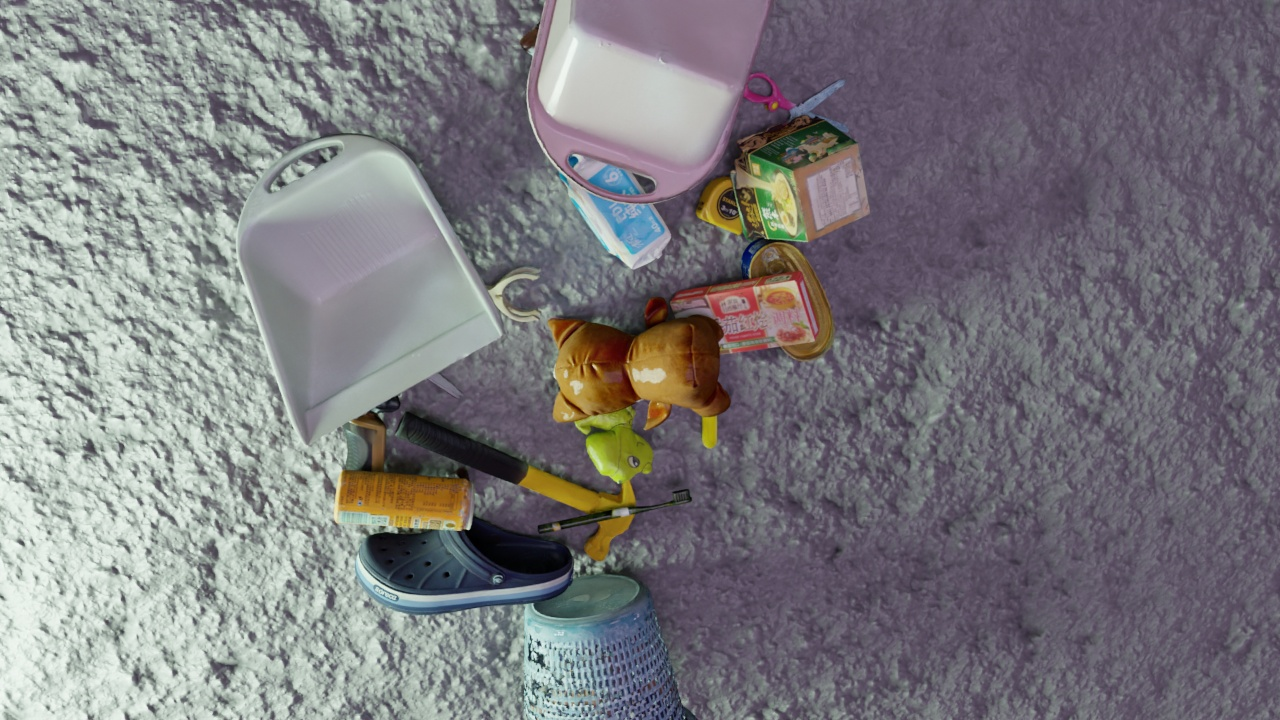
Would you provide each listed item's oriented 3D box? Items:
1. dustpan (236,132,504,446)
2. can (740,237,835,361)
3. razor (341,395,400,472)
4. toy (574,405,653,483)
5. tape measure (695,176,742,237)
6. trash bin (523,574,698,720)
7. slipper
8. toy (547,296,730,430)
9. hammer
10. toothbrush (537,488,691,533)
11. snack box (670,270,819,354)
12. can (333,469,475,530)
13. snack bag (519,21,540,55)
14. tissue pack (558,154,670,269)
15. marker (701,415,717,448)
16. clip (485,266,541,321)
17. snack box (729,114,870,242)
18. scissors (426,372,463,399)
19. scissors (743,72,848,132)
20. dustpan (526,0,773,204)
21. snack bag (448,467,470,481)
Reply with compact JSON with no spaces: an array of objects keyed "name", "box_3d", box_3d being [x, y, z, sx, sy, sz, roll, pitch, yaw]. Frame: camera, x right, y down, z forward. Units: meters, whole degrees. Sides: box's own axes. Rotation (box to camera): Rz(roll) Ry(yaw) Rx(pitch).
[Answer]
[{"name":"dustpan","box_3d":[-0.284,-0.094,0.888,0.223,0.257,0.143,-29,134,3]},{"name":"can","box_3d":[0.166,-0.071,1.035,0.074,0.049,0.148,-29,111,2]},{"name":"razor","box_3d":[-0.304,0.100,1.031,0.067,0.062,0.168,-12,120,-38]},{"name":"toy","box_3d":[-0.031,0.092,1.057,0.096,0.031,0.100,10,70,-13]},{"name":"tape measure","box_3d":[0.092,-0.171,0.999,0.060,0.029,0.057,17,103,-30]},{"name":"trash bin","box_3d":[-0.050,0.370,1.089,0.226,0.226,0.195,-8,98,-6]},{"name":"slipper","box_3d":[-0.200,0.228,1.058,0.252,0.105,0.095,4,110,-10]},{"name":"toy","box_3d":[-0.006,0.006,0.999,0.200,0.130,0.140,-6,77,12]},{"name":"hammer","box_3d":[-0.138,0.130,1.064,0.300,0.033,0.129,25,103,-19]},{"name":"toothbrush","box_3d":[-0.030,0.178,1.081,0.185,0.012,0.017,-11,107,-7]},{"name":"snack box","box_3d":[0.113,-0.049,1.006,0.153,0.025,0.075,-7,117,31]},{"name":"can","box_3d":[-0.258,0.154,1.008,0.146,0.058,0.058,7,108,-15]},{"name":"snack bag","box_3d":[-0.075,-0.296,0.932,0.045,0.026,0.105,-37,108,9]},{"name":"tissue pack","box_3d":[-0.030,-0.162,0.952,0.063,0.090,0.140,-36,111,0]},{"name":"marker","box_3d":[0.081,0.044,1.083,0.018,0.015,0.124,-4,107,-8]},{"name":"clip","box_3d":[-0.148,-0.063,1.001,0.101,0.035,0.096,-24,110,5]},{"name":"snack box","box_3d":[0.171,-0.180,0.950,0.118,0.105,0.117,-25,119,-11]},{"name":"scissors","box_3d":[-0.273,-0.001,1.017,0.105,0.012,0.175,-26,112,-1]},{"name":"scissors","box_3d":[0.163,-0.258,0.987,0.133,0.017,0.125,14,105,-16]},{"name":"dustpan","box_3d":[0.000,-0.299,0.897,0.222,0.272,0.139,18,146,-11]},{"name":"snack bag","box_3d":[-0.246,0.158,1.061,0.104,0.026,0.048,-20,117,-21]}]
